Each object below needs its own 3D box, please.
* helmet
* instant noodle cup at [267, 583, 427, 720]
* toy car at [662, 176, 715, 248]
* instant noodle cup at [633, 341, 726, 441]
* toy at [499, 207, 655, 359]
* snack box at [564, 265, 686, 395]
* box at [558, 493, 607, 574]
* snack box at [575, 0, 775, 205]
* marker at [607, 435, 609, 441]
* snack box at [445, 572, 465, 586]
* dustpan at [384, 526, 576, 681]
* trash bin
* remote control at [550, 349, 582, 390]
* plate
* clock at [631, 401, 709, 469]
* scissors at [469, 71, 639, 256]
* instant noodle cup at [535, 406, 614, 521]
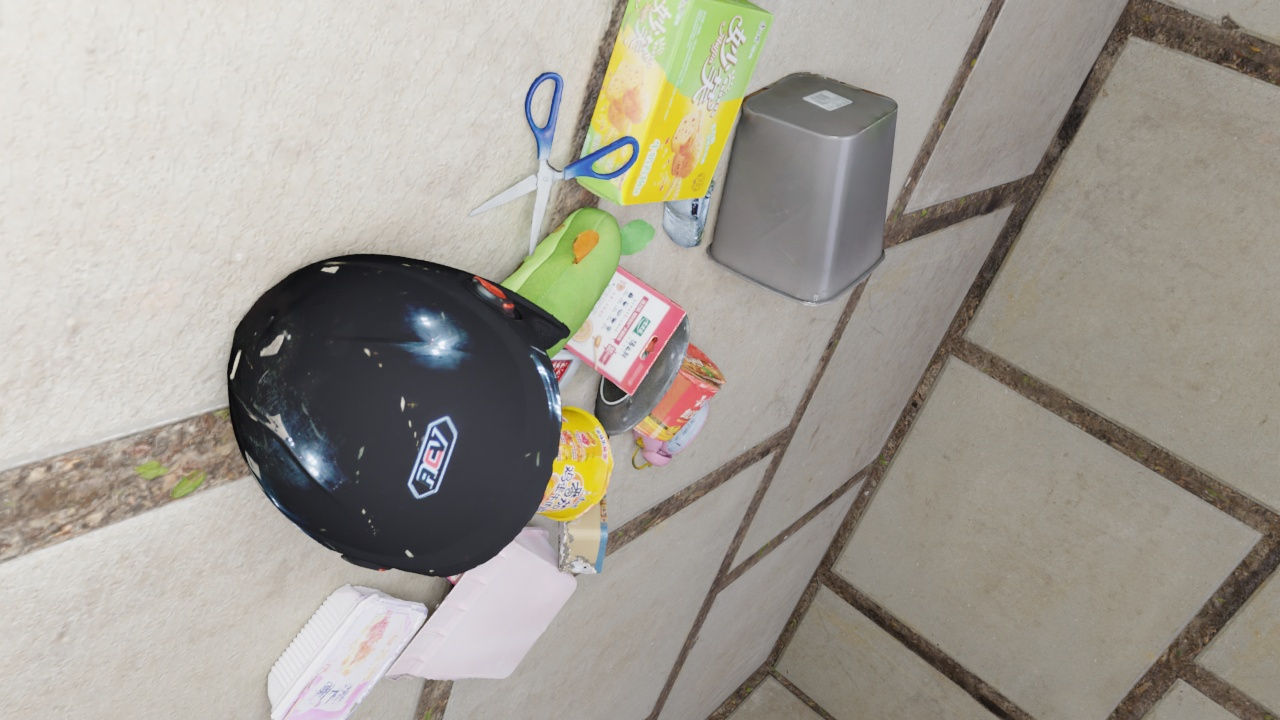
[{"bbox_3d":[-0.182,0.037,0.695,0.230,0.275,0.233,23,92,-37],"label":"helmet"},{"bbox_3d":[-0.332,0.322,1.017,0.173,0.060,0.138,-51,155,-5],"label":"instant noodle cup"},{"bbox_3d":[0.052,-0.183,1.074,0.036,0.054,0.121,-41,153,-33],"label":"toy car"},{"bbox_3d":[0.026,0.031,1.214,0.109,0.138,0.137,-54,156,18],"label":"instant noodle cup"},{"bbox_3d":[-0.090,-0.063,0.906,0.246,0.090,0.228,-56,-170,-31],"label":"toy"},{"bbox_3d":[-0.018,-0.036,1.046,0.113,0.127,0.044,-56,154,4],"label":"snack box"},{"bbox_3d":[-0.076,0.185,1.197,0.184,0.059,0.090,-92,-169,-48],"label":"box"},{"bbox_3d":[0.034,-0.265,0.921,0.157,0.070,0.210,-18,137,-51],"label":"snack box"},{"bbox_3d":[-0.058,0.138,1.317,0.022,0.020,0.132,-71,173,-49],"label":"marker"},{"bbox_3d":[-0.234,0.190,1.029,0.058,0.057,0.208,-48,154,-20],"label":"snack box"},{"bbox_3d":[-0.209,0.301,1.193,0.222,0.139,0.273,-50,140,-2],"label":"dustpan"},{"bbox_3d":[0.211,-0.223,1.157,0.198,0.199,0.220,-35,142,-38],"label":"trash bin"},{"bbox_3d":[-0.115,0.013,1.053,0.056,0.020,0.135,-58,157,16],"label":"remote control"},{"bbox_3d":[-0.007,0.006,1.101,0.024,0.179,0.179,32,93,-26],"label":"plate"},{"bbox_3d":[0.039,0.100,1.389,0.158,0.060,0.117,-46,153,-14],"label":"clock"},{"bbox_3d":[-0.079,-0.179,0.840,0.175,0.012,0.162,-17,121,-13],"label":"scissors"},{"bbox_3d":[-0.119,0.116,1.061,0.109,0.138,0.138,14,109,-55],"label":"instant noodle cup"}]
